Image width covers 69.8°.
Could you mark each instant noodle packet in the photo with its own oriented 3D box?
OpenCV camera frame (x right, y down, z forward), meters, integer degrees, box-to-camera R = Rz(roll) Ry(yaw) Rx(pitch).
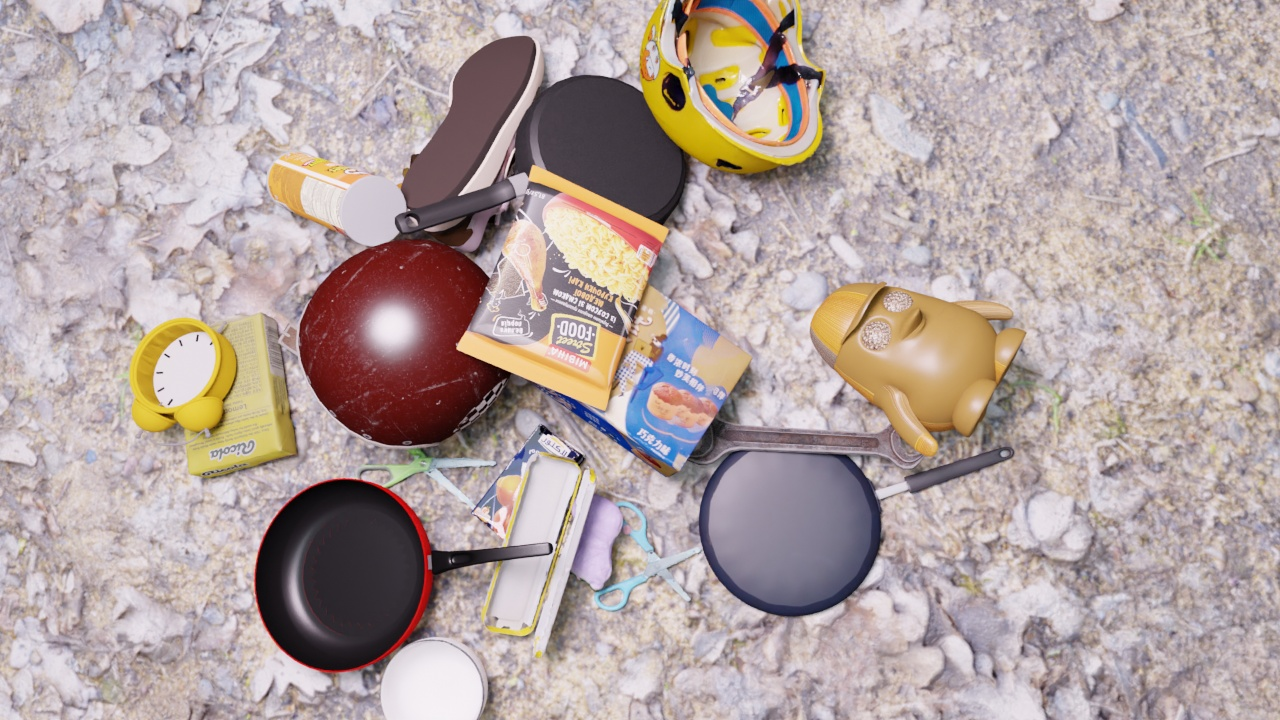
[{"bbox_3d":[-0.074,-0.077,0.950,0.160,0.032,0.220,23,70,-12],"label":"instant noodle packet"}]

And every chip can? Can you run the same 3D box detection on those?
[{"bbox_3d":[-0.352,-0.189,1.050,0.215,0.075,0.075,24,82,45],"label":"chip can"}]

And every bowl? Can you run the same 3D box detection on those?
[{"bbox_3d":[-0.219,0.356,0.998,0.113,0.063,0.113,-1,83,4],"label":"bowl"}]

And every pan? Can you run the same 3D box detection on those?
[{"bbox_3d":[-0.259,0.226,1.010,0.356,0.067,0.208,-9,78,11],"label":"pan"},{"bbox_3d":[-0.101,-0.205,1.013,0.354,0.044,0.204,-24,86,-28],"label":"pan"},{"bbox_3d":[0.238,0.154,1.007,0.356,0.021,0.198,-18,78,2],"label":"pan"}]

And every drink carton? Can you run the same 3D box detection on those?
[{"bbox_3d":[-0.126,0.139,1.040,0.064,0.040,0.130,37,86,10],"label":"drink carton"}]

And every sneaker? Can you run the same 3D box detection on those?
[{"bbox_3d":[-0.175,-0.255,1.098,0.112,0.116,0.293,5,61,23],"label":"sneaker"}]

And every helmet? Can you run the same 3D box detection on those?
[{"bbox_3d":[-0.259,-0.020,1.008,0.233,0.254,0.233,-36,87,-10],"label":"helmet"},{"bbox_3d":[0.091,-0.305,1.037,0.208,0.140,0.240,-11,82,-33],"label":"helmet"}]

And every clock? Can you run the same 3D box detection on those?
[{"bbox_3d":[-0.528,0.024,1.059,0.114,0.052,0.151,-1,73,10],"label":"clock"}]

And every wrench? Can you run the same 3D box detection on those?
[{"bbox_3d":[0.171,0.088,1.011,0.273,0.010,0.070,2,63,13],"label":"wrench"}]

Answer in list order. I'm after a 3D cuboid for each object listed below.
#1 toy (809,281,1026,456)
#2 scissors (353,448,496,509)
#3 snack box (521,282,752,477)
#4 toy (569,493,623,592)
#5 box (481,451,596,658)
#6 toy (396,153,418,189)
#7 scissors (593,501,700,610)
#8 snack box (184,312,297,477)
[{"bbox_3d":[0.280,-0.015,0.971,0.203,0.163,0.198,29,68,21],"label":"toy"},{"bbox_3d":[-0.256,0.127,1.072,0.170,0.028,0.138,35,83,15],"label":"scissors"},{"bbox_3d":[-0.006,0.006,1.001,0.202,0.069,0.154,35,71,-1],"label":"snack box"},{"bbox_3d":[-0.055,0.197,1.019,0.080,0.036,0.100,22,98,42],"label":"toy"},{"bbox_3d":[-0.113,0.205,0.989,0.080,0.079,0.209,18,94,-5],"label":"box"},{"bbox_3d":[-0.271,-0.207,1.109,0.100,0.062,0.076,-25,114,-13],"label":"toy"},{"bbox_3d":[-0.004,0.229,1.025,0.135,0.015,0.135,-43,73,-1],"label":"scissors"},{"bbox_3d":[-0.484,0.039,1.097,0.121,0.045,0.180,-16,76,6],"label":"snack box"}]
